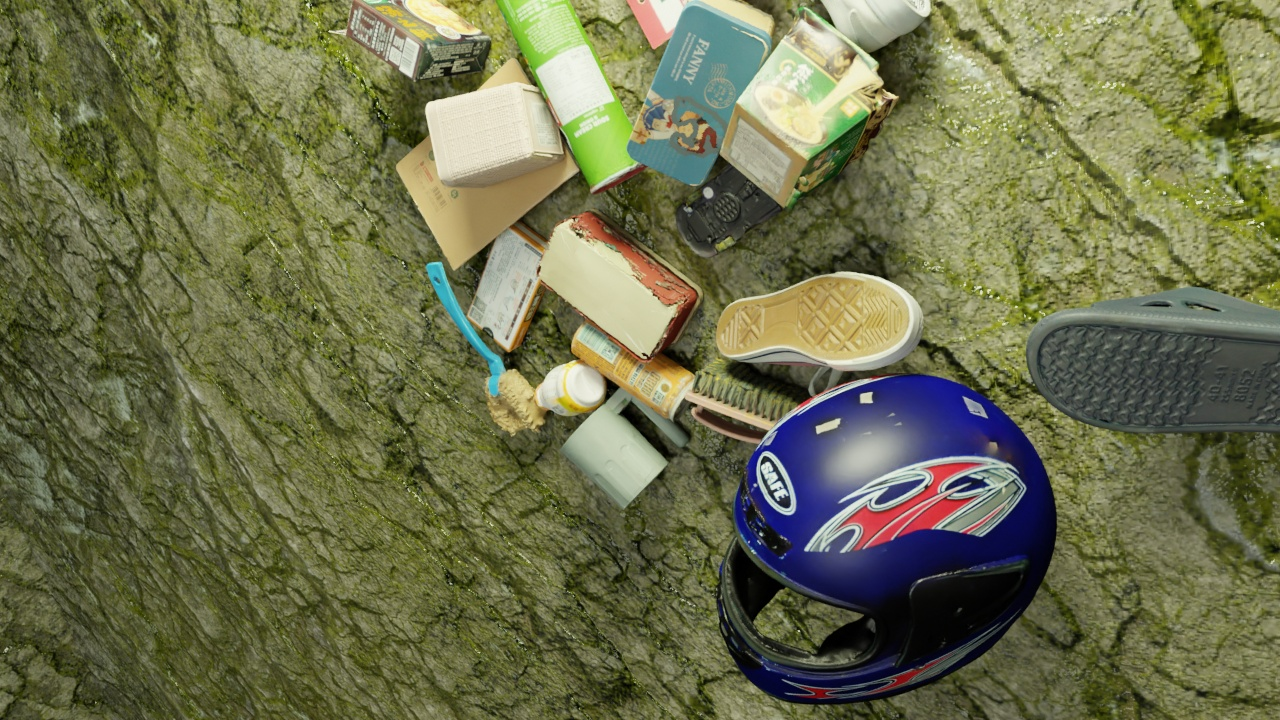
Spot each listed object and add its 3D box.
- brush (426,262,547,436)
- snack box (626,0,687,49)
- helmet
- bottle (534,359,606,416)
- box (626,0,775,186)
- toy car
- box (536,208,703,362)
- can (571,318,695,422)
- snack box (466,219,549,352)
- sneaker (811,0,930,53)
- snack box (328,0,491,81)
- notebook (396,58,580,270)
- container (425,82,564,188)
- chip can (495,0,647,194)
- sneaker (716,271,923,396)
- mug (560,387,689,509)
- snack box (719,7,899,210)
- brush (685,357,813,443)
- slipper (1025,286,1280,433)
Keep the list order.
[{"bbox_3d":[-0.193,-0.009,1.124,0.083,0.045,0.255,-2,125,41],"label":"brush"},{"bbox_3d":[0.041,-0.369,0.839,0.127,0.044,0.113,-25,97,37],"label":"snack box"},{"bbox_3d":[0.199,0.143,0.810,0.315,0.247,0.240,-24,124,-1],"label":"helmet"},{"bbox_3d":[-0.087,0.035,1.092,0.109,0.063,0.063,-17,102,56],"label":"bottle"},{"bbox_3d":[0.056,-0.254,0.843,0.090,0.059,0.185,22,137,-3],"label":"box"},{"bbox_3d":[0.099,-0.160,0.897,0.159,0.042,0.070,-32,92,37],"label":"toy car"},{"bbox_3d":[-0.028,-0.081,0.992,0.168,0.080,0.092,38,127,12],"label":"box"},{"bbox_3d":[-0.006,0.006,1.031,0.146,0.058,0.058,35,126,16],"label":"can"},{"bbox_3d":[-0.155,-0.089,1.105,0.075,0.026,0.154,38,126,12],"label":"snack box"},{"bbox_3d":[0.138,-0.361,0.759,0.091,0.089,0.242,-27,101,42],"label":"sneaker"},{"bbox_3d":[-0.246,-0.351,0.989,0.125,0.113,0.053,37,125,13],"label":"snack box"},{"bbox_3d":[-0.178,-0.218,1.038,0.208,0.008,0.148,-33,84,28],"label":"notebook"},{"bbox_3d":[-0.149,-0.237,0.966,0.111,0.090,0.090,-8,95,25],"label":"container"},{"bbox_3d":[-0.071,-0.289,0.930,0.072,0.072,0.236,-23,98,38],"label":"chip can"},{"bbox_3d":[0.179,-0.027,0.878,0.242,0.087,0.118,-4,77,54],"label":"sneaker"},{"bbox_3d":[-0.016,0.098,1.075,0.103,0.083,0.124,45,103,7],"label":"mug"},{"bbox_3d":[0.132,-0.206,0.785,0.117,0.105,0.118,42,160,10],"label":"snack box"},{"bbox_3d":[0.123,0.053,0.967,0.146,0.063,0.073,21,117,22],"label":"brush"},{"bbox_3d":[0.446,-0.002,0.731,0.268,0.083,0.111,5,123,12],"label":"slipper"}]
